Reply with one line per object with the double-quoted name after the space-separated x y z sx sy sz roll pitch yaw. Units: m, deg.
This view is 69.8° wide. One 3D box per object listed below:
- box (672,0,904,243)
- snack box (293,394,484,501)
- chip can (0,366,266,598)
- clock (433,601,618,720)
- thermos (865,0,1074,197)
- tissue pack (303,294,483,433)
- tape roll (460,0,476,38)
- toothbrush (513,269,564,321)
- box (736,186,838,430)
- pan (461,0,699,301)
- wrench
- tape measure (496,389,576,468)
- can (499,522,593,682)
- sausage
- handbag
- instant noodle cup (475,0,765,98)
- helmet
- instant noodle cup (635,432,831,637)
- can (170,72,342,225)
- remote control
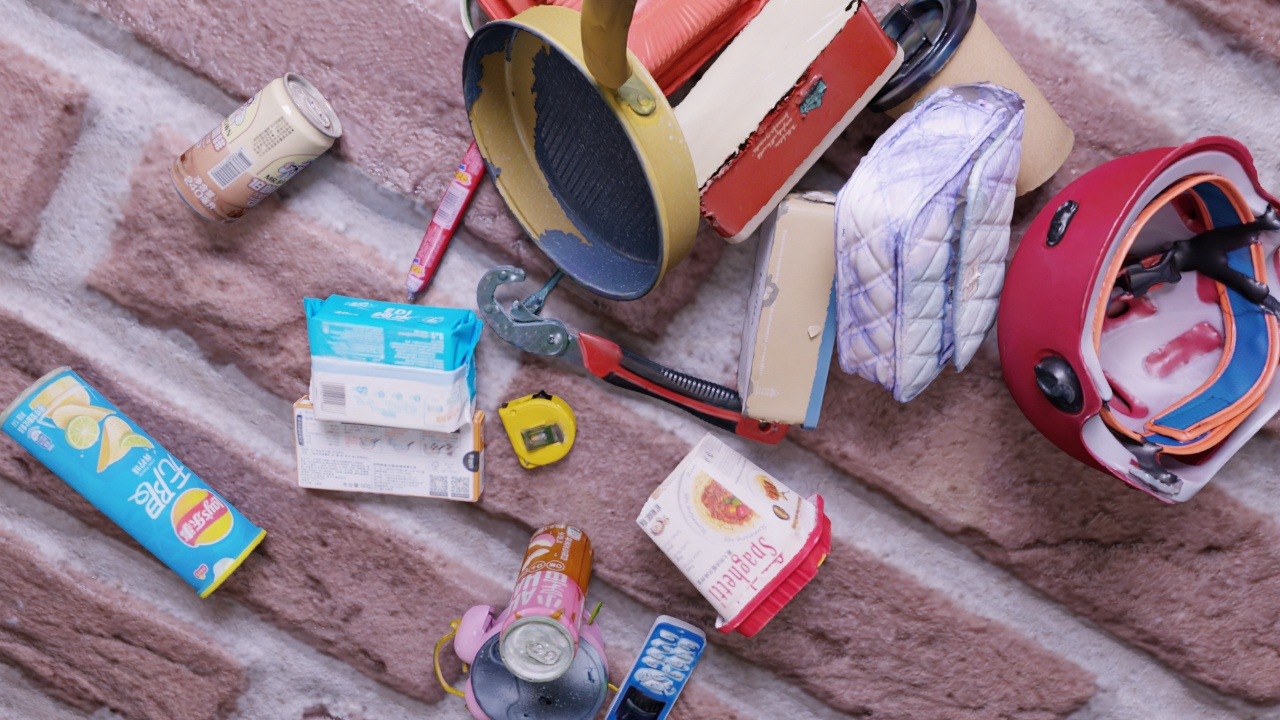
0.077 -0.172 0.606 0.168 0.091 0.076 -48 133 11 "box"
-0.207 0.073 0.757 0.154 0.026 0.075 5 109 2 "snack box"
-0.413 0.101 0.753 0.071 0.071 0.210 -42 102 15 "chip can"
-0.103 0.264 0.799 0.158 0.059 0.117 -7 109 4 "clock"
0.222 -0.178 0.624 0.143 0.093 0.093 34 107 -17 "thermos"
-0.193 0.000 0.713 0.140 0.063 0.090 5 112 3 "tissue pack"
-0.084 -0.250 0.650 0.086 0.014 0.086 1 108 2 "tape roll"
-0.036 -0.094 0.697 0.016 0.018 0.192 40 107 -11 "toothbrush"
0.110 -0.035 0.674 0.060 0.089 0.184 5 111 1 "box"
-0.030 -0.144 0.522 0.078 0.358 0.197 -38 88 -25 "pan"
-0.004 0.004 0.721 0.273 0.016 0.056 26 109 -11 "wrench"
-0.081 0.056 0.744 0.057 0.028 0.060 -18 107 8 "tape measure"
-0.071 0.185 0.724 0.058 0.147 0.058 1 108 2 "can"
-0.144 -0.112 0.696 0.020 0.020 0.156 29 107 -7 "sausage"
0.192 -0.067 0.605 0.134 0.075 0.194 -45 145 -20 "handbag"
-0.006 -0.259 0.602 0.189 0.079 0.164 -40 106 3 "instant noodle cup"
0.324 -0.035 0.620 0.206 0.144 0.240 -39 116 -14 "helmet"
0.071 0.131 0.724 0.124 0.116 0.116 40 106 2 "instant noodle cup"
-0.280 -0.153 0.669 0.116 0.058 0.058 -33 104 12 "can"
0.013 0.283 0.817 0.049 0.024 0.125 24 107 -5 "remote control"
